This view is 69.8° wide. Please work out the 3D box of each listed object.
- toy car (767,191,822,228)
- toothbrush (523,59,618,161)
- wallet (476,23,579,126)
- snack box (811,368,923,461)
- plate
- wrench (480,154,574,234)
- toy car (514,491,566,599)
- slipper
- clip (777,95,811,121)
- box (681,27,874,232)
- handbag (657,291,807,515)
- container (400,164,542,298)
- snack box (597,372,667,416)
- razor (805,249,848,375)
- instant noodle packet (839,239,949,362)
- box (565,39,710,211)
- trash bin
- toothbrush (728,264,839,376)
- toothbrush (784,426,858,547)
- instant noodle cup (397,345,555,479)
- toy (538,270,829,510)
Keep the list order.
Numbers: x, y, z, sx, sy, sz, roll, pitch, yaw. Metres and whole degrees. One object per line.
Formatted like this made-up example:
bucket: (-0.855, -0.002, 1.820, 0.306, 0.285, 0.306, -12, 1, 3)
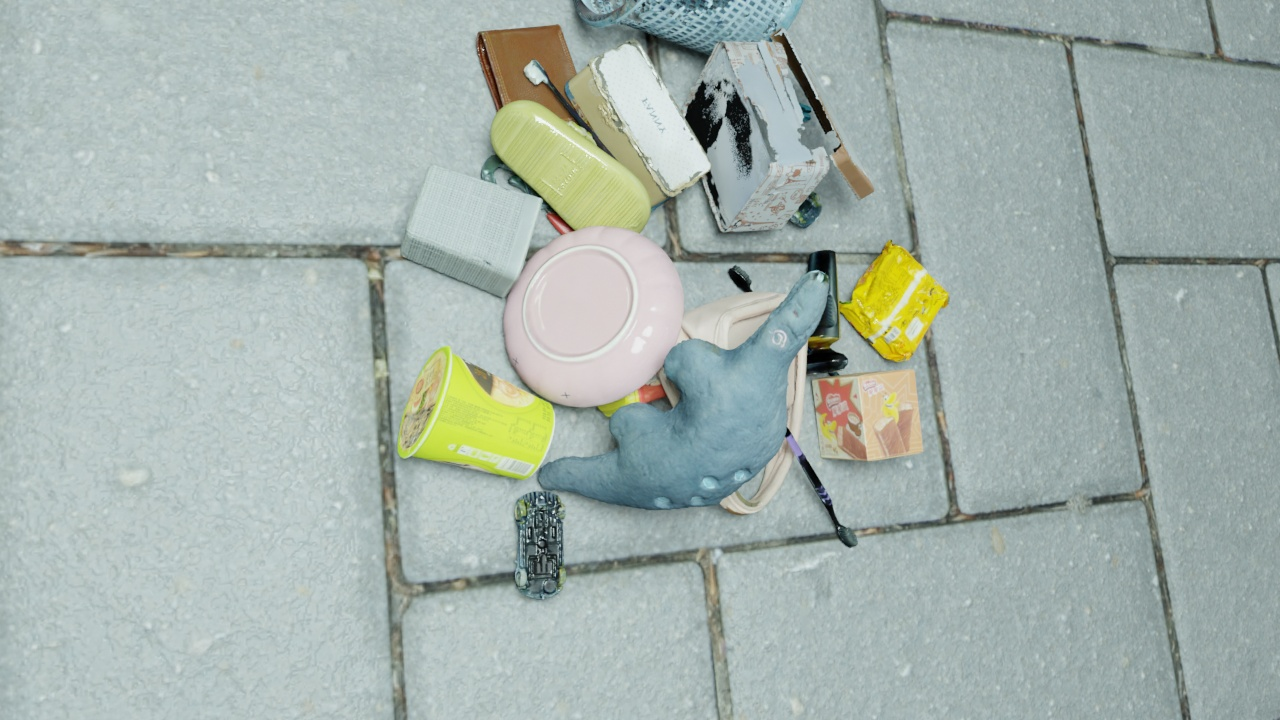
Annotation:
toy car: (0.172, -0.193, 1.089, 0.090, 0.034, 0.042, 37, 74, 3)
toothbrush: (-0.061, -0.246, 0.979, 0.018, 0.016, 0.181, -44, 96, -24)
wallet: (-0.115, -0.303, 0.995, 0.101, 0.032, 0.124, -17, 87, -27)
snack box: (0.255, 0.061, 1.039, 0.077, 0.093, 0.094, -6, 89, -22)
plate: (-0.054, -0.051, 0.905, 0.193, 0.039, 0.192, -6, 71, 18)
wrench: (-0.058, -0.126, 0.992, 0.273, 0.016, 0.056, 41, 65, -11)
toy car: (-0.101, 0.183, 0.910, 0.049, 0.031, 0.105, 3, 78, -21)
slipper: (-0.066, -0.204, 0.953, 0.190, 0.092, 0.081, 37, 39, -19)
clip: (0.186, -0.309, 1.127, 0.056, 0.014, 0.040, 9, 78, -21)
box: (0.169, -0.257, 1.020, 0.177, 0.153, 0.182, -7, 68, -25)
handbag: (0.110, 0.049, 0.973, 0.192, 0.094, 0.234, -21, 104, -51)
container: (-0.170, -0.129, 0.909, 0.114, 0.090, 0.090, 19, 73, -15)
snack box: (-0.006, 0.006, 0.957, 0.080, 0.082, 0.091, -13, 87, -34)
razor: (0.212, -0.057, 1.066, 0.067, 0.062, 0.167, 41, 47, -49)
instant noodle packet: (0.307, -0.069, 1.116, 0.111, 0.044, 0.128, 43, 64, -3)
box: (0.002, -0.250, 1.003, 0.089, 0.061, 0.184, -37, 102, -35)
trash bin: (0.068, -0.432, 1.003, 0.195, 0.227, 0.226, 17, 74, -35)
toothbrush: (0.171, -0.043, 1.073, 0.189, 0.014, 0.016, 44, 42, -11)
toothbrush: (0.200, 0.143, 1.017, 0.014, 0.017, 0.189, -45, 118, -26)
instant noodle cup: (-0.152, 0.058, 0.878, 0.123, 0.112, 0.111, 23, 72, -26)
toy: (0.054, 0.060, 0.851, 0.138, 0.357, 0.091, 53, 25, 8)
